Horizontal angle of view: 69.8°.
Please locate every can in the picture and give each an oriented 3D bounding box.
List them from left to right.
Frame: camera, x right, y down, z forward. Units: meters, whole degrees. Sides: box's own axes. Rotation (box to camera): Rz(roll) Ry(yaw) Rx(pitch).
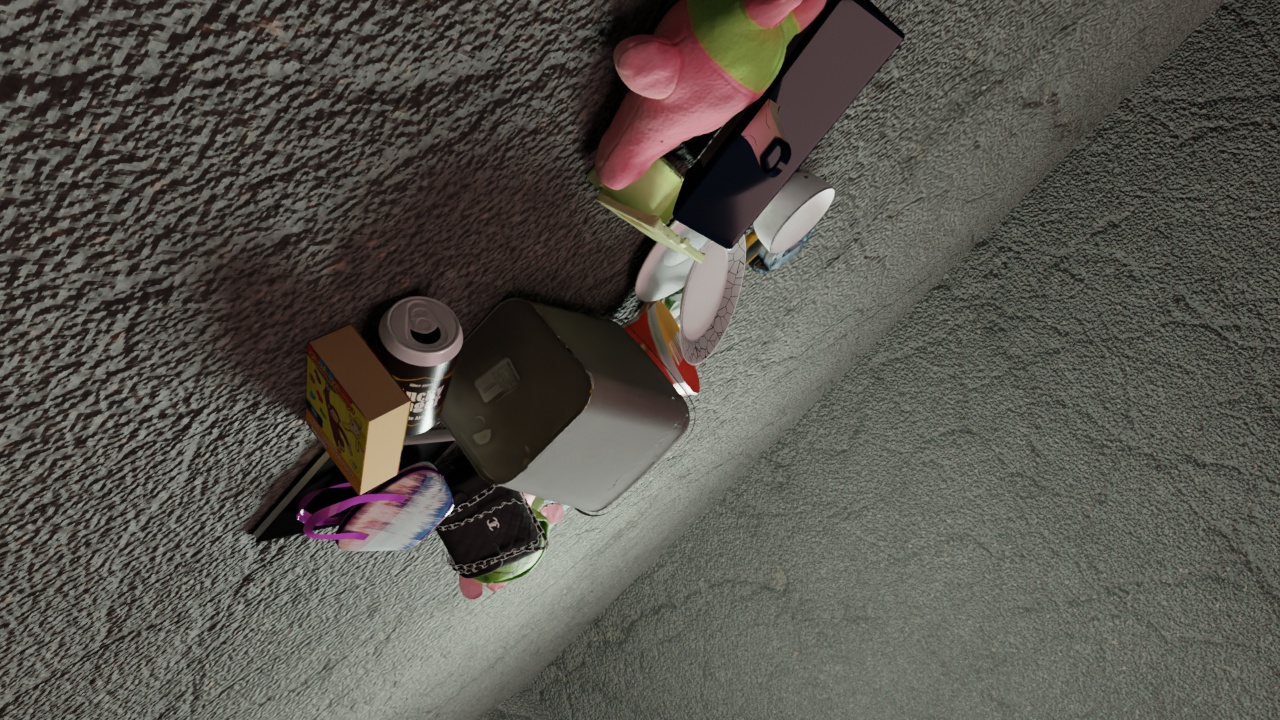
[{"bbox_3d":[-0.203,0.007,0.818,0.071,0.072,0.129,-28,159,-38],"label":"can"}]

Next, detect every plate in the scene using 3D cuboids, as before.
[{"bbox_3d":[0.069,-0.152,1.118,0.208,0.015,0.209,-39,164,-14],"label":"plate"},{"bbox_3d":[0.086,-0.087,1.156,0.188,0.016,0.189,-46,146,-45],"label":"plate"}]

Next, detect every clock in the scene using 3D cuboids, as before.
[{"bbox_3d":[0.199,-0.169,1.310,0.090,0.052,0.130,-36,162,-20],"label":"clock"}]

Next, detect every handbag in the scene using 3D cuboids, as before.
[{"bbox_3d":[-0.291,0.158,0.983,0.145,0.068,0.169,-44,157,17],"label":"handbag"},{"bbox_3d":[-0.200,0.206,1.160,0.125,0.115,0.154,-29,123,-13],"label":"handbag"}]

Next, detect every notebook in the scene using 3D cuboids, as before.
[{"bbox_3d":[-0.305,0.133,1.005,0.149,0.016,0.206,-45,163,15],"label":"notebook"}]

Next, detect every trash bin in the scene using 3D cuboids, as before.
[{"bbox_3d":[-0.089,0.047,0.996,0.197,0.197,0.220,-45,157,10],"label":"trash bin"}]

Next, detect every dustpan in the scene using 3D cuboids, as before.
[{"bbox_3d":[0.112,-0.217,0.806,0.080,0.272,0.237,24,121,-27],"label":"dustpan"}]

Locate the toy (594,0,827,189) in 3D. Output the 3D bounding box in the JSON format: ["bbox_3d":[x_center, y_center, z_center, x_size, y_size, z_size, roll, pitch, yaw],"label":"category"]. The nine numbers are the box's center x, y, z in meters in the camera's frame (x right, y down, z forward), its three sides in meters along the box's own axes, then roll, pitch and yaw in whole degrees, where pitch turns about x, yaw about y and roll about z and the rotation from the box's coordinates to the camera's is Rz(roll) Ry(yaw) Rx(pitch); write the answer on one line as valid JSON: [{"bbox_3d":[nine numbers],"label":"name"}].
[{"bbox_3d":[0.042,-0.229,0.750,0.237,0.097,0.191,-39,171,31],"label":"toy"}]

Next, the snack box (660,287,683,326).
[{"bbox_3d":[0.031,-0.040,1.304,0.131,0.027,0.168,-18,151,-55],"label":"snack box"}]

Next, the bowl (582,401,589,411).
[{"bbox_3d":[-0.103,0.071,1.182,0.074,0.118,0.118,-2,172,16],"label":"bowl"}]

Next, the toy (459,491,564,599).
[{"bbox_3d":[-0.193,0.235,1.295,0.190,0.087,0.238,10,110,-25],"label":"toy"}]

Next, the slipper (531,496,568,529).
[{"bbox_3d":[-0.132,0.176,1.392,0.245,0.074,0.104,-53,155,4],"label":"slipper"}]

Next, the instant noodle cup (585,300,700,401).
[{"bbox_3d":[-0.007,0.007,1.153,0.121,0.123,0.123,-23,167,14],"label":"instant noodle cup"}]

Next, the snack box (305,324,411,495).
[{"bbox_3d":[-0.245,0.045,0.789,0.040,0.088,0.126,-30,160,-35],"label":"snack box"}]

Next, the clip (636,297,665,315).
[{"bbox_3d":[0.017,-0.067,1.209,0.062,0.024,0.044,-56,159,23],"label":"clip"}]

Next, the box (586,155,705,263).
[{"bbox_3d":[0.019,-0.164,0.913,0.083,0.091,0.188,-67,164,3],"label":"box"}]

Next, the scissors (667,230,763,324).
[{"bbox_3d":[0.098,-0.088,1.262,0.225,0.016,0.225,-43,158,-10],"label":"scissors"}]

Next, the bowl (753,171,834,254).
[{"bbox_3d":[0.191,-0.200,1.193,0.113,0.063,0.113,-38,163,-14],"label":"bowl"}]
